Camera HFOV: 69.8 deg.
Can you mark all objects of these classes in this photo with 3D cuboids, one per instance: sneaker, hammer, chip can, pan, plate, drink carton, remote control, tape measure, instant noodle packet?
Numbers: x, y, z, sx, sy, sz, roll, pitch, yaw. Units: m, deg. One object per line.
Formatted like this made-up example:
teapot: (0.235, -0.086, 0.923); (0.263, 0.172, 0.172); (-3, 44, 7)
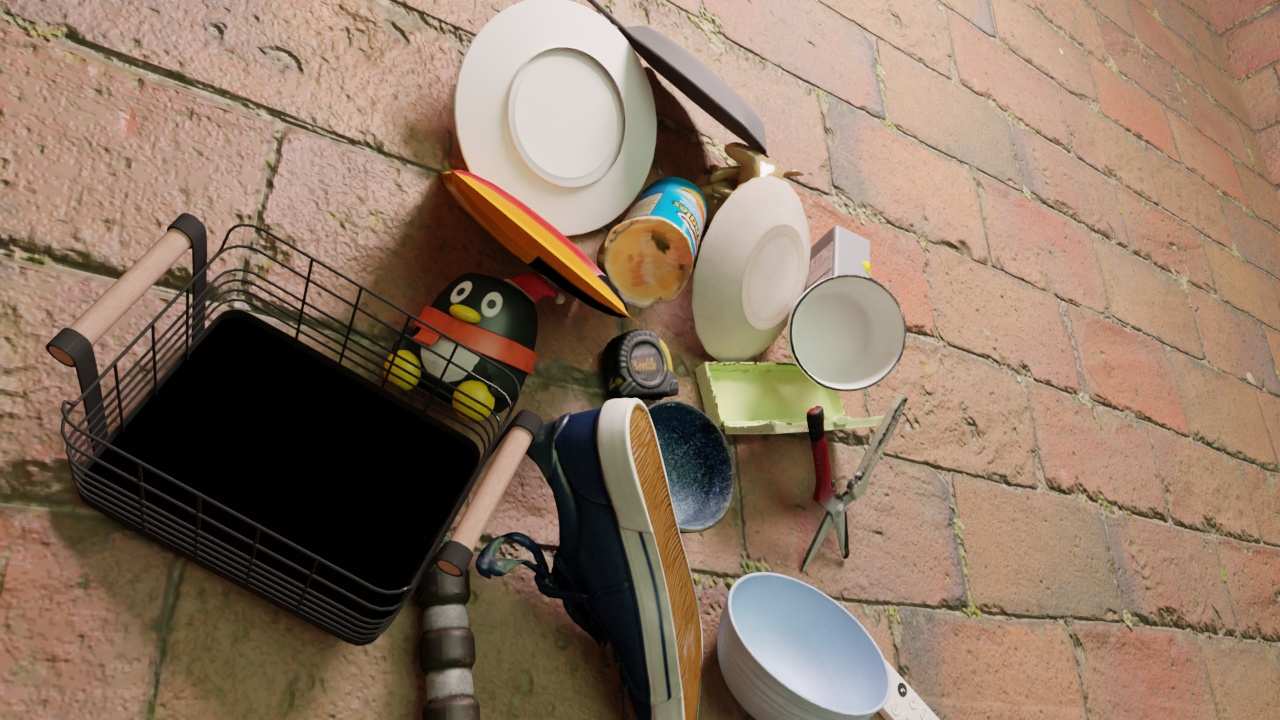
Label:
sneaker: (-0.030, 0.177, 0.689); (0.120, 0.127, 0.295); (-53, 131, -69)
hammer: (-0.123, 0.246, 0.602); (0.176, 0.080, 0.325); (10, 59, -35)
chip can: (0.016, -0.111, 0.817); (0.080, 0.080, 0.229); (49, 18, -10)
pan: (0.016, -0.305, 0.890); (0.354, 0.024, 0.216); (30, 14, -37)
plate: (-0.067, -0.217, 0.826); (0.208, 0.015, 0.208); (-5, 99, -34)
drink carton: (0.215, -0.078, 1.014); (0.048, 0.076, 0.124); (21, 55, -18)
remote control: (0.259, 0.343, 0.894); (0.136, 0.013, 0.043); (48, 49, -10)
plate: (0.120, -0.084, 0.900); (0.188, 0.027, 0.189); (-22, 122, -42)
tape measure: (-0.005, 0.005, 0.827); (0.067, 0.038, 0.062); (-2, 79, -36)
instant noodle packet: (-0.088, -0.095, 0.714); (0.160, 0.221, 0.032); (39, 90, -18)

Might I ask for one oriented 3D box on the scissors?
scissors: (0.203, 0.104, 0.882); (0.179, 0.015, 0.199); (-37, 128, -23)

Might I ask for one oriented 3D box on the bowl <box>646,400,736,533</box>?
bowl: (0.021, 0.097, 0.787); (0.114, 0.061, 0.114); (15, 62, -31)

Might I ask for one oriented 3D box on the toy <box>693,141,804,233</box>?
toy: (0.100, -0.170, 0.946); (0.105, 0.108, 0.134); (-2, 71, -25)

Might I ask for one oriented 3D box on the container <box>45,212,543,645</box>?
container: (-0.203, 0.043, 0.556); (0.241, 0.131, 0.162); (31, 53, -7)

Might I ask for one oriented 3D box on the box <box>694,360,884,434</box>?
box: (0.151, 0.048, 0.915); (0.187, 0.064, 0.130); (-1, 29, -40)

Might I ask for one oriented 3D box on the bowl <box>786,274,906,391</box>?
bowl: (0.199, -0.028, 0.917); (0.116, 0.065, 0.116); (0, 93, -2)

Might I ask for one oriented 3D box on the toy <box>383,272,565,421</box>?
toy: (-0.121, -0.019, 0.693); (0.097, 0.099, 0.119); (22, 87, 13)

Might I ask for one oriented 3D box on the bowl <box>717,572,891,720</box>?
bowl: (0.124, 0.258, 0.769); (0.150, 0.075, 0.150); (23, 24, -11)
